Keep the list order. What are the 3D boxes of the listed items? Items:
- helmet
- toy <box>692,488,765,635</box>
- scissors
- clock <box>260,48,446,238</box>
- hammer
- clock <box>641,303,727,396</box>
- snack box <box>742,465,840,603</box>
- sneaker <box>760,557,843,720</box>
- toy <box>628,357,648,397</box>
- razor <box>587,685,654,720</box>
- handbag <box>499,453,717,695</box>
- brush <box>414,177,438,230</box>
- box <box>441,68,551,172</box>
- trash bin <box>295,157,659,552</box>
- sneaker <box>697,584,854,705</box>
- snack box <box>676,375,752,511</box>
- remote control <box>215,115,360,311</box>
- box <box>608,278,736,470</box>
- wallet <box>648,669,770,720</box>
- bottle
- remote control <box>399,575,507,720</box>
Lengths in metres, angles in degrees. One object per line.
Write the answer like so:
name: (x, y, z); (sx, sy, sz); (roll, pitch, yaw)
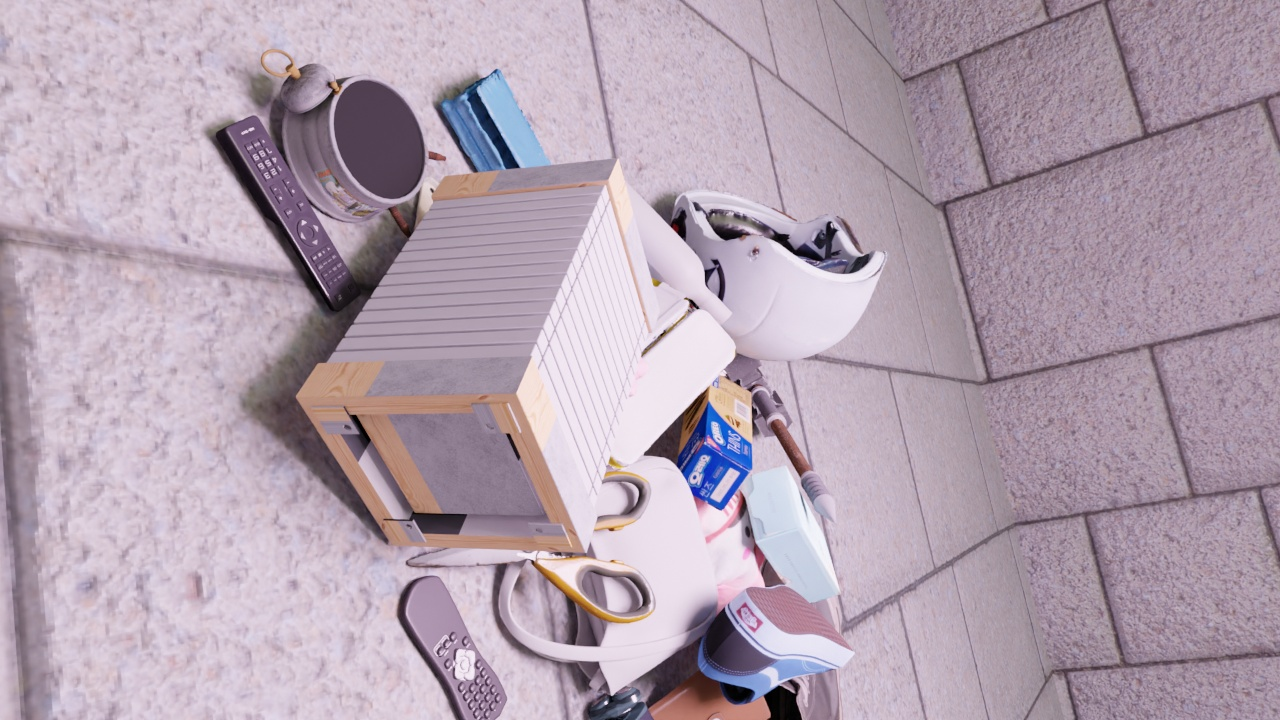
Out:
helmet: (0.138, -0.096, 1.074); (0.236, 0.264, 0.164); (0, 118, -35)
toy: (0.082, 0.206, 0.940); (0.141, 0.084, 0.213); (-39, 111, -60)
scissors: (-0.072, 0.130, 0.711); (0.225, 0.016, 0.161); (24, 63, -30)
clock: (-0.209, -0.161, 0.651); (0.148, 0.056, 0.103); (49, 47, -45)
hammer: (0.164, 0.089, 1.037); (0.156, 0.043, 0.322); (58, 5, -26)
clock: (0.018, -0.027, 0.968); (0.154, 0.065, 0.114); (48, 28, 13)
snack box: (0.160, 0.187, 0.963); (0.175, 0.053, 0.074); (57, 18, -48)
sneaker: (0.160, 0.322, 1.015); (0.119, 0.095, 0.234); (22, 65, -54)
toy: (-0.043, 0.006, 0.767); (0.102, 0.093, 0.050); (-63, 162, -45)
razor: (0.005, 0.332, 0.790); (0.143, 0.047, 0.052); (61, 7, -26)
handbag: (-0.041, 0.169, 0.784); (0.222, 0.096, 0.215); (-9, 82, -48)
brush: (-0.173, -0.054, 0.707); (0.033, 0.012, 0.217); (36, 46, -47)
box: (-0.093, -0.154, 0.855); (0.231, 0.049, 0.092); (61, 31, -21)
trash bin: (-0.093, -0.010, 0.646); (0.246, 0.143, 0.143); (-73, 154, -45)
sneaker: (0.119, 0.270, 0.859); (0.083, 0.098, 0.241); (47, 10, 34)
snack box: (0.077, 0.076, 0.947); (0.057, 0.056, 0.206); (32, 20, -5)
remote control: (-0.235, -0.096, 0.617); (0.136, 0.015, 0.032); (64, 31, -21)
box: (-0.004, 0.003, 0.845); (0.130, 0.039, 0.209); (40, 47, 9)
wallet: (0.064, 0.332, 0.858); (0.120, 0.013, 0.087); (-28, 103, -27)
bottle: (0.021, -0.112, 0.955); (0.195, 0.053, 0.052); (45, 35, -6)
remote control: (-0.131, 0.208, 0.649); (0.124, 0.009, 0.046); (65, 30, -15)
